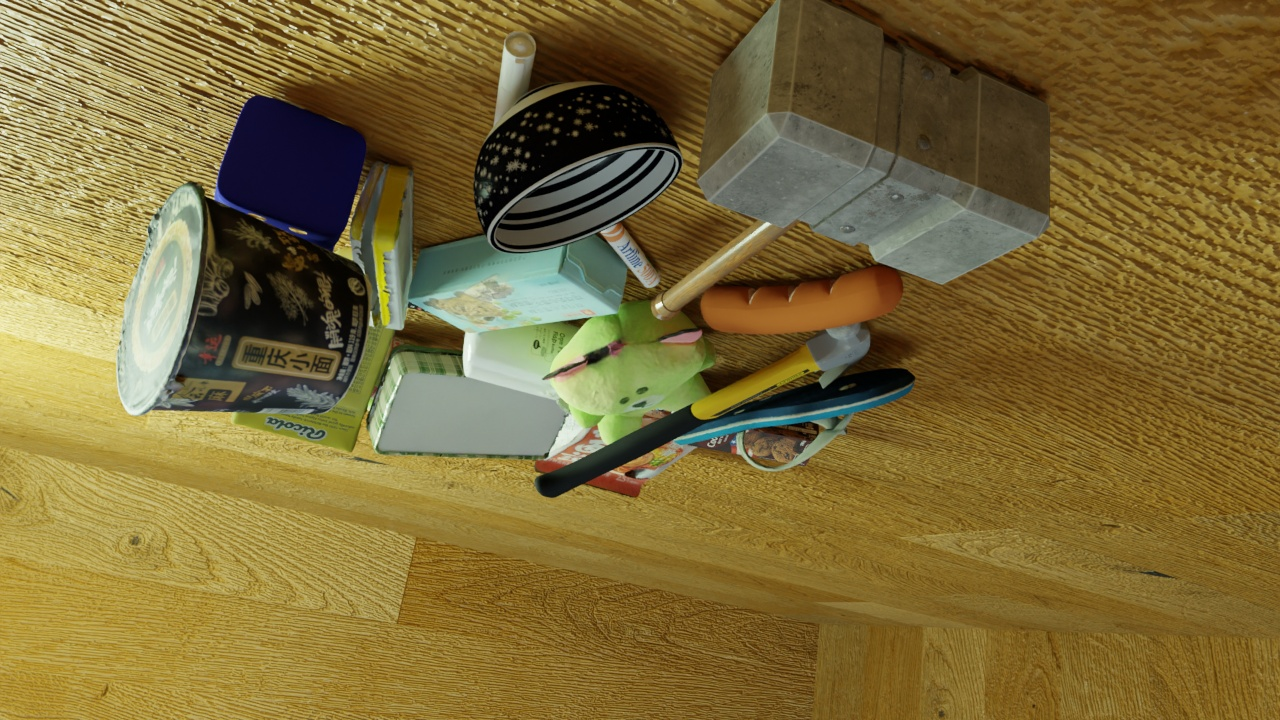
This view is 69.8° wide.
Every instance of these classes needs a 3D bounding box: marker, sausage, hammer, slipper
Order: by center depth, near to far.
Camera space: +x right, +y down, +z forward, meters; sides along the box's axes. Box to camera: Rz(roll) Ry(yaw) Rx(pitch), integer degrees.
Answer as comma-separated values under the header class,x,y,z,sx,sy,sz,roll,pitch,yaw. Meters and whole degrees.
class,x,y,z,sx,sy,sz,roll,pitch,yaw
marker,-0.078,-0.147,0.548,0.017,0.020,0.134,3,162,-12
hammer,0.075,-0.079,0.575,0.162,0.082,0.318,16,159,-19
marker,-0.017,-0.092,0.679,0.017,0.017,0.145,1,159,23
sausage,0.121,-0.044,0.711,0.165,0.044,0.039,-5,-178,34
hammer,0.051,0.046,0.807,0.324,0.029,0.127,-28,159,14
slipper,0.150,0.062,0.900,0.118,0.060,0.296,-26,-175,-41

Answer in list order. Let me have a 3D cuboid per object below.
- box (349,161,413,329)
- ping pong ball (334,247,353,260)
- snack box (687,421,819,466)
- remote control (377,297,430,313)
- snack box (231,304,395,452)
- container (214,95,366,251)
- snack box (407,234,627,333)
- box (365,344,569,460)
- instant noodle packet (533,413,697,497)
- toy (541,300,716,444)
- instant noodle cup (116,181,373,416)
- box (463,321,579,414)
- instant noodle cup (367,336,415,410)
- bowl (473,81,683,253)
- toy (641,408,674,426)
class,x,y,z,sx,sy,sz,roll,pitch,yaw
box,-0.200,-0.082,0.720,0.037,0.064,0.210,12,161,-9
ping pong ball,-0.250,-0.077,0.790,0.040,0.040,0.040,8,161,3
snack box,0.130,0.083,1.058,0.141,0.031,0.051,11,140,-4
remote control,-0.231,-0.065,0.840,0.146,0.015,0.033,13,159,-22
snack box,-0.314,-0.002,0.894,0.121,0.045,0.181,17,118,-21
container,-0.245,-0.111,0.629,0.084,0.085,0.114,17,158,-24
snack box,-0.101,-0.065,0.741,0.175,0.053,0.075,-4,157,36
box,-0.171,0.046,0.957,0.205,0.051,0.118,4,125,-34
instant noodle packet,-0.011,0.086,1.142,0.164,0.083,0.222,20,146,-27
toy,-0.005,0.005,0.819,0.150,0.107,0.197,-19,152,-1
instant noodle cup,-0.240,-0.025,0.564,0.138,0.137,0.112,-11,161,44
box,-0.096,0.000,0.886,0.155,0.084,0.126,17,159,-13
instant noodle cup,-0.289,0.008,0.980,0.108,0.098,0.099,30,153,-28
bowl,-0.043,-0.119,0.525,0.120,0.066,0.120,-23,171,-4
toy,0.024,0.044,0.979,0.095,0.065,0.128,14,155,-22
